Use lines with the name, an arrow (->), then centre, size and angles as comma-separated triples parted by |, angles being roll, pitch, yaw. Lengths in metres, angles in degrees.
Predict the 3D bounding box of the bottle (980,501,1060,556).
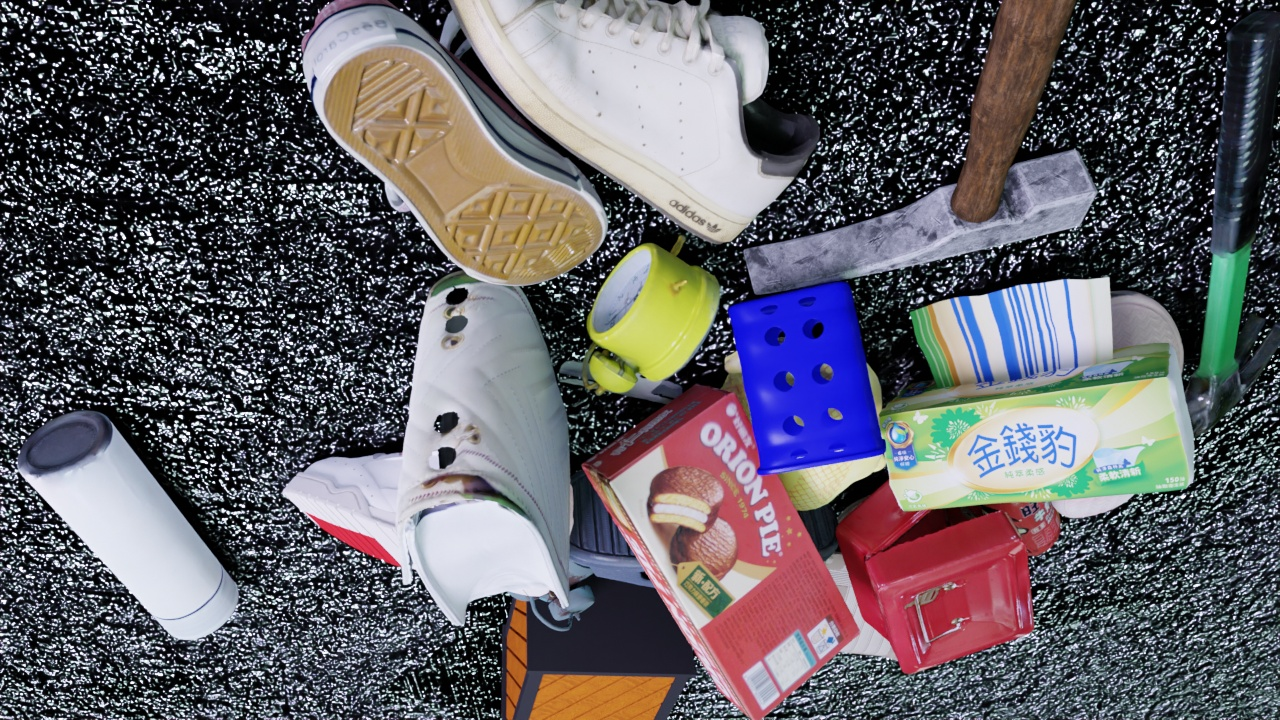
bottle -> 0.324, 0.115, 0.805 | 0.062, 0.061, 0.137 | -26, 131, 17

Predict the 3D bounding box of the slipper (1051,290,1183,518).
slipper -> 0.373, 0.040, 0.741 | 0.107, 0.055, 0.222 | -15, 124, -3

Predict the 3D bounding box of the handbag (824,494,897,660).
handbag -> 0.208, 0.200, 0.891 | 0.175, 0.062, 0.198 | 11, 123, -18

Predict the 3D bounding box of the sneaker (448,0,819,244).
sneaker -> 0.008, -0.155, 0.481 | 0.103, 0.088, 0.241 | -30, 135, 31

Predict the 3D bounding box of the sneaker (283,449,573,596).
sneaker -> -0.159, 0.101, 0.717 | 0.237, 0.104, 0.090 | 7, 144, 24

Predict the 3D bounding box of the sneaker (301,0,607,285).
sneaker -> -0.099, -0.121, 0.508 | 0.118, 0.087, 0.241 | -34, 152, 8

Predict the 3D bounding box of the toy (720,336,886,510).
toy -> 0.127, 0.053, 0.722 | 0.155, 0.064, 0.171 | 15, 127, -3

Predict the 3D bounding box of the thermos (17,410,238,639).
thermos -> -0.399, 0.139, 0.733 | 0.068, 0.067, 0.230 | -9, 134, 1

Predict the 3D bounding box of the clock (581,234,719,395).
clock -> 0.000, -0.024, 0.614 | 0.057, 0.083, 0.119 | 30, 121, -24

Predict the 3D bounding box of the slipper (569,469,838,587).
slipper -> 0.041, 0.147, 0.784 | 0.263, 0.101, 0.083 | 5, 141, -20

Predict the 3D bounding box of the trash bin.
trash bin -> -0.048, 0.266, 0.849 | 0.139, 0.139, 0.172 | 6, 133, -13

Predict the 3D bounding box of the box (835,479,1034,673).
box -> 0.246, 0.175, 0.799 | 0.137, 0.127, 0.157 | -23, 131, 1

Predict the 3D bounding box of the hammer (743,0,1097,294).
hammer -> 0.158, -0.136, 0.486 | 0.218, 0.037, 0.301 | -13, 155, 4

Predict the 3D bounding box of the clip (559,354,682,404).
clip -> -0.005, 0.005, 0.690 | 0.101, 0.043, 0.054 | 12, 143, -20

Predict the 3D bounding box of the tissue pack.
tissue pack -> 0.271, 0.018, 0.652 | 0.198, 0.120, 0.141 | -12, 97, 27

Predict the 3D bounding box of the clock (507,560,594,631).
clock -> -0.073, 0.163, 0.756 | 0.053, 0.124, 0.090 | -37, 128, 22

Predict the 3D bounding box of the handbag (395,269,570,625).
handbag -> -0.104, 0.054, 0.597 | 0.096, 0.198, 0.142 | -10, 134, 4

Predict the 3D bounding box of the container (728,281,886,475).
container -> 0.113, 0.011, 0.623 | 0.085, 0.113, 0.084 | -12, 178, 14

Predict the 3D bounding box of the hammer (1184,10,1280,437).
hammer -> 0.404, -0.078, 0.626 | 0.130, 0.032, 0.319 | -33, 129, -14

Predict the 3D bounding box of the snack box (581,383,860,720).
snack box -> 0.065, 0.144, 0.694 | 0.113, 0.060, 0.236 | -35, 109, -16
